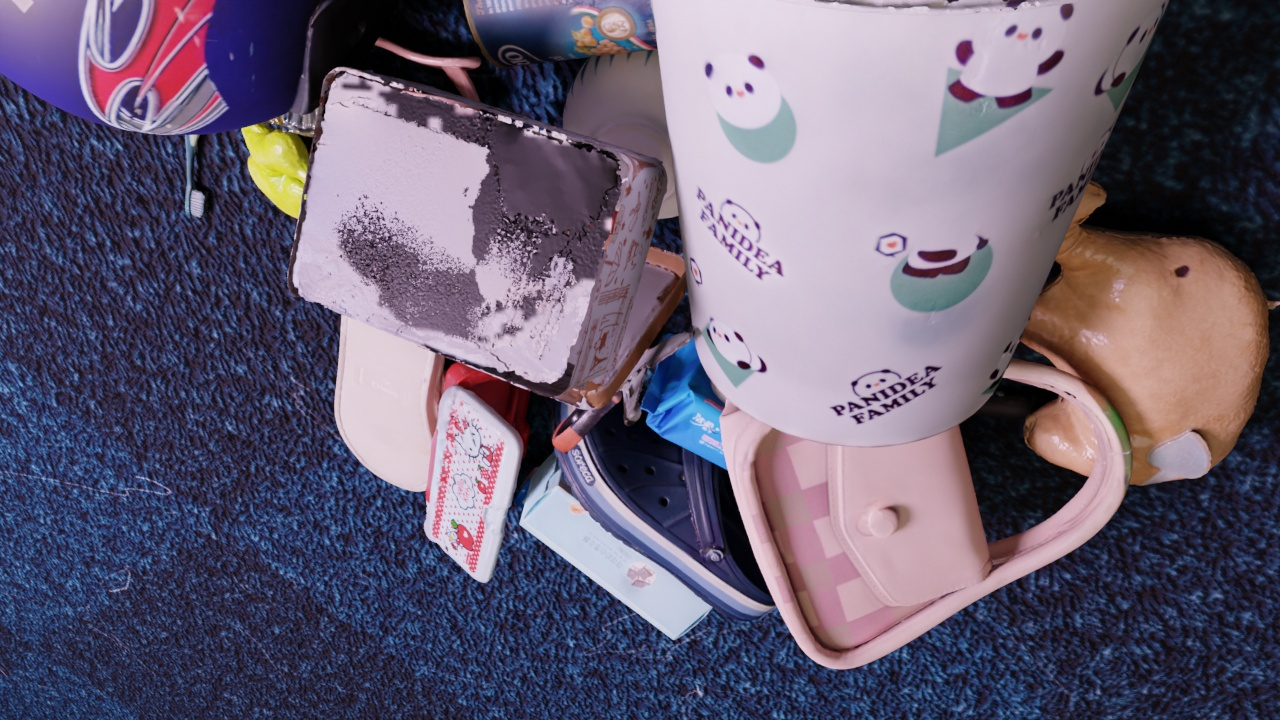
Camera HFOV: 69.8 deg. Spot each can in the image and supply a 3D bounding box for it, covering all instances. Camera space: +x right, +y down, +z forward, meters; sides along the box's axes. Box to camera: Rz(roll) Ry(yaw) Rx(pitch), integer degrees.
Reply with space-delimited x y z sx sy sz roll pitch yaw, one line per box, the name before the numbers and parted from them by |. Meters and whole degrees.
can | -0.034 -0.209 0.516 0.111 0.075 0.075 0 128 20

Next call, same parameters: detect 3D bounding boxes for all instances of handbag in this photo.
handbag | 0.180 0.078 0.574 0.234 0.093 0.193 -17 111 11

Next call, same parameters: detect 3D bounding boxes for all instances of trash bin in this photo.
trash bin | 0.115 -0.105 0.460 0.230 0.228 0.252 9 136 13

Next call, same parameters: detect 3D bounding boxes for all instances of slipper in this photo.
slipper | 0.035 0.110 0.735 0.095 0.105 0.253 -41 102 18
slipper | -0.202 0.019 0.780 0.114 0.054 0.275 21 139 6

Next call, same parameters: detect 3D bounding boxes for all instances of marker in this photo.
marker | 0.219 0.030 0.660 0.132 0.020 0.022 2 145 19

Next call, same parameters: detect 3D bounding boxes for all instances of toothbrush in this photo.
toothbrush | -0.333 -0.180 0.690 0.018 0.016 0.192 19 133 -9

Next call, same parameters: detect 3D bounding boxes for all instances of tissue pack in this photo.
tissue pack | 0.079 0.037 0.668 0.157 0.094 0.052 27 130 0

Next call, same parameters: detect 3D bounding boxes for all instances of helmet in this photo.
helmet | -0.225 -0.254 0.441 0.247 0.239 0.316 37 130 -14

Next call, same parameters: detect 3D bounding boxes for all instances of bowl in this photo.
bowl | 0.003 -0.136 0.569 0.116 0.066 0.117 10 131 12

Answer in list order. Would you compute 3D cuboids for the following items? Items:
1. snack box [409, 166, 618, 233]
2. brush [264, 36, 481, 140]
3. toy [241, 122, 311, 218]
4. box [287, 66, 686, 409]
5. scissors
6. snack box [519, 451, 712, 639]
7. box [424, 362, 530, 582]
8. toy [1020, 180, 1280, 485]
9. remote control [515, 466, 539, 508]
snack box | -0.092 -0.100 0.662 0.153 0.025 0.075 18 132 5
brush | -0.175 -0.179 0.606 0.146 0.063 0.073 10 101 10
toy | -0.259 -0.135 0.671 0.097 0.031 0.100 29 154 25
box | -0.071 -0.067 0.545 0.183 0.184 0.154 21 107 13
scissors | -0.010 0.010 0.610 0.015 0.188 0.226 39 134 -8
snack box | -0.017 0.150 0.766 0.175 0.074 0.052 40 107 -14
box | -0.124 0.096 0.767 0.101 0.095 0.202 49 141 30
toy | 0.297 -0.020 0.550 0.144 0.082 0.226 -13 121 17
remote control | -0.048 0.135 0.820 0.125 0.024 0.049 29 132 -10
